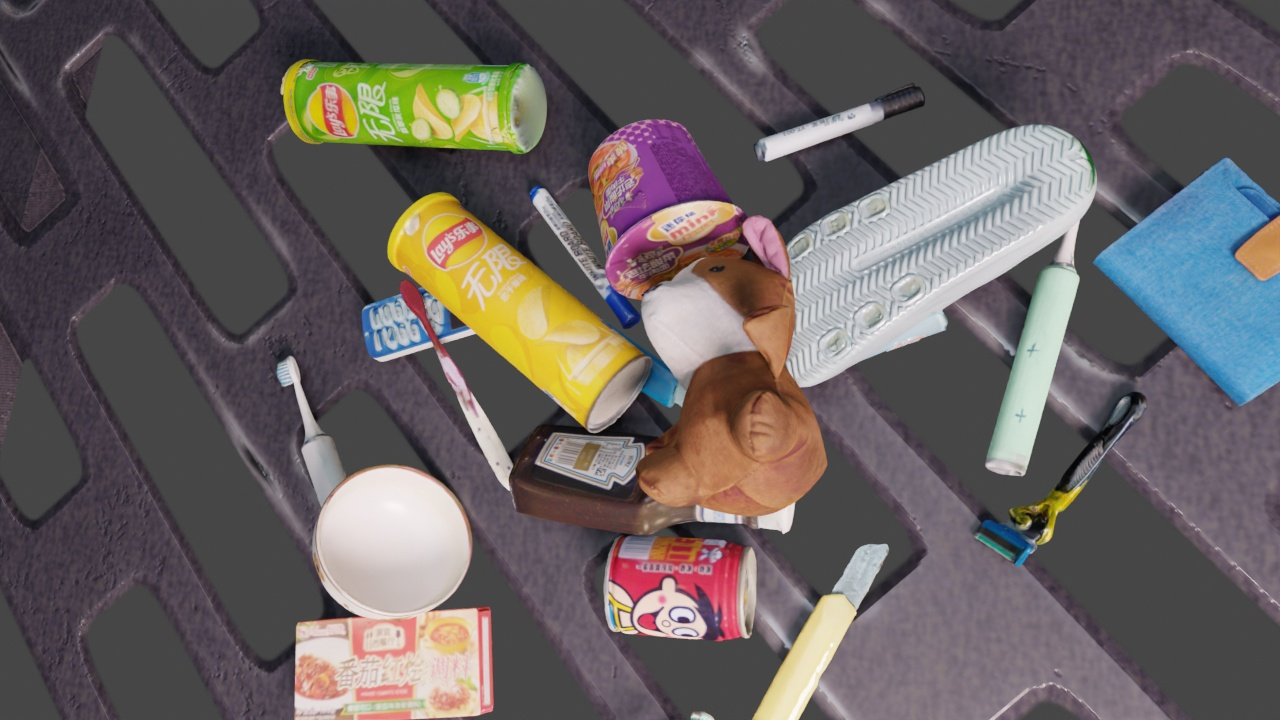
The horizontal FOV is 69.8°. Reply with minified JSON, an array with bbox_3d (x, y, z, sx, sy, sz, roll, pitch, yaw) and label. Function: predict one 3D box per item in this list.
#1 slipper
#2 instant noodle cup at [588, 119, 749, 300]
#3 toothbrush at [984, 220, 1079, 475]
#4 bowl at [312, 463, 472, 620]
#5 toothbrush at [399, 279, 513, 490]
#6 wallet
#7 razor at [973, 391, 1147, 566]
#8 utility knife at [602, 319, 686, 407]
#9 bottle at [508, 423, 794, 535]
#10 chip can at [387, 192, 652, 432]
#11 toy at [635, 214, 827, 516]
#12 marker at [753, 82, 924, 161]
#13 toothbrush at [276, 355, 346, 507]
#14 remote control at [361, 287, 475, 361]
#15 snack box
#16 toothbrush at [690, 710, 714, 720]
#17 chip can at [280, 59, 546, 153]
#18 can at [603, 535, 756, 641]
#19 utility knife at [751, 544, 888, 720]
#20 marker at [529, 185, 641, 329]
[{"bbox_3d":[0.187,-0.068,0.627,0.246,0.074,0.104,-32,62,24],"label":"slipper"},{"bbox_3d":[0.013,-0.114,0.676,0.112,0.111,0.099,-25,62,8],"label":"instant noodle cup"},{"bbox_3d":[0.275,-0.030,0.621,0.027,0.026,0.224,12,79,40],"label":"toothbrush"},{"bbox_3d":[-0.187,0.140,0.678,0.062,0.113,0.113,-47,61,48],"label":"bowl"},{"bbox_3d":[-0.141,0.019,0.715,0.016,0.017,0.187,-30,84,1],"label":"toothbrush"},{"bbox_3d":[0.383,-0.052,0.593,0.106,0.040,0.133,-39,70,8],"label":"wallet"},{"bbox_3d":[0.281,0.076,0.597,0.142,0.022,0.043,-47,26,-3],"label":"razor"},{"bbox_3d":[-0.004,0.004,0.694,0.207,0.018,0.034,34,99,20],"label":"utility knife"},{"bbox_3d":[0.009,0.088,0.643,0.195,0.044,0.079,6,37,16],"label":"bottle"},{"bbox_3d":[-0.092,-0.038,0.682,0.213,0.072,0.072,39,89,17],"label":"chip can"},{"bbox_3d":[0.050,0.001,0.594,0.140,0.130,0.199,-33,37,36],"label":"toy"},{"bbox_3d":[0.150,-0.180,0.699,0.131,0.018,0.022,-17,52,11],"label":"marker"},{"bbox_3d":[-0.251,0.091,0.735,0.026,0.027,0.221,-26,71,-2],"label":"toothbrush"},{"bbox_3d":[-0.163,-0.037,0.745,0.125,0.024,0.049,-16,73,7],"label":"remote control"},{"bbox_3d":[-0.185,0.227,0.684,0.153,0.025,0.075,-8,75,14],"label":"snack box"},{"bbox_3d":[0.124,0.255,0.587,0.190,0.020,0.029,7,79,10],"label":"toothbrush"},{"bbox_3d":[-0.188,-0.214,0.770,0.221,0.072,0.072,6,78,17],"label":"chip can"},{"bbox_3d":[0.029,0.154,0.622,0.094,0.066,0.066,0,76,15],"label":"can"},{"bbox_3d":[0.111,0.205,0.611,0.031,0.020,0.195,29,92,15],"label":"utility knife"},{"bbox_3d":[-0.046,-0.084,0.728,0.017,0.017,0.145,-37,70,4],"label":"marker"}]
